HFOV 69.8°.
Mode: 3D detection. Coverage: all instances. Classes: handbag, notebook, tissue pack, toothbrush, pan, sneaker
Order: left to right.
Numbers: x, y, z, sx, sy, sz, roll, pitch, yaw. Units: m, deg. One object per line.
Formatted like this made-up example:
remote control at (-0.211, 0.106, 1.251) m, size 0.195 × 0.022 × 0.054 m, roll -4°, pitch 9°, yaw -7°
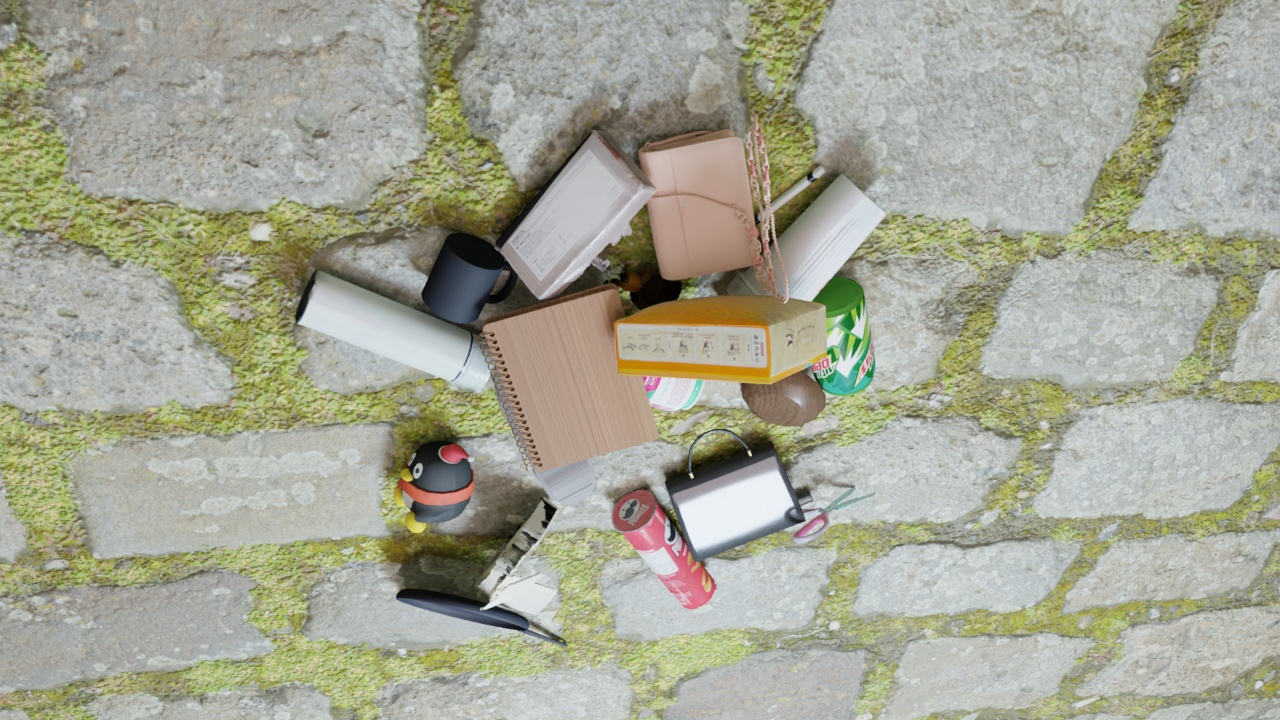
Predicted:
pan at (-0.218, 0.399, 1.408) m, size 0.199 × 0.021 × 0.356 m, roll -3°, pitch 153°, yaw 35°
sneaker at (-0.133, 0.070, 1.185) m, size 0.099 × 0.089 × 0.236 m, roll -23°, pitch 106°, yaw -20°
notebook at (-0.084, 0.027, 1.083) m, size 0.169 × 0.022 × 0.211 m, roll -16°, pitch 119°, yaw 1°
tissue pack at (-0.068, -0.155, 1.023) m, size 0.182 × 0.071 × 0.104 m, roll -45°, pitch 78°, yaw 19°
handbag at (0.069, -0.161, 0.979) m, size 0.116 × 0.187 × 0.199 m, roll -13°, pitch 116°, yaw -3°
handbag at (0.124, 0.175, 1.329) m, size 0.176 × 0.072 × 0.196 m, roll -21°, pitch 124°, yaw 4°
toothbrush at (0.178, 0.244, 1.417) m, size 0.186 × 0.024 × 0.022 m, roll -25°, pitch 88°, yaw 7°
toothbrush at (0.145, -0.171, 1.103) m, size 0.187 × 0.012 × 0.017 m, roll -37°, pitch 138°, yaw 16°

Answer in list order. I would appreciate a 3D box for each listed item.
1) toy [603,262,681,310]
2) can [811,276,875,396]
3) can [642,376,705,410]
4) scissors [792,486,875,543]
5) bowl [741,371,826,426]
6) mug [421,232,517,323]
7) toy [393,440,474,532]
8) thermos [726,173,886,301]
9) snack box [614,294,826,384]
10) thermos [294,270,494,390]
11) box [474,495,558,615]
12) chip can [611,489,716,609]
toy at (0.000, -0.090, 1.103) m, size 0.100 × 0.062 × 0.076 m, roll 7°, pitch 162°, yaw -34°
can at (0.256, -0.030, 1.188) m, size 0.083 × 0.083 × 0.144 m, roll -19°, pitch 128°, yaw 2°
can at (-0.007, 0.007, 1.156) m, size 0.165 × 0.088 × 0.088 m, roll 16°, pitch 121°, yaw -23°
scissors at (0.264, 0.230, 1.390) m, size 0.172 × 0.159 × 0.014 m, roll -30°, pitch 102°, yaw -39°
bowl at (0.189, 0.056, 1.237) m, size 0.118 × 0.030 × 0.118 m, roll 14°, pitch 143°, yaw 11°
mug at (-0.191, -0.093, 1.060) m, size 0.105 × 0.071 × 0.078 m, roll 3°, pitch 129°, yaw -43°
toy at (-0.267, 0.153, 1.210) m, size 0.099 × 0.097 × 0.119 m, roll -4°, pitch 121°, yaw -31°
thermos at (0.193, -0.116, 1.104) m, size 0.099 × 0.099 × 0.221 m, roll 31°, pitch 111°, yaw -30°
snack box at (0.090, -0.031, 1.027) m, size 0.196 × 0.144 × 0.081 m, roll 3°, pitch 102°, yaw 35°
thermos at (-0.283, -0.032, 1.082) m, size 0.230 × 0.067 × 0.068 m, roll 22°, pitch 119°, yaw -26°
box at (-0.160, 0.306, 1.267) m, size 0.101 × 0.193 × 0.144 m, roll 37°, pitch 119°, yaw -3°
chip can at (0.040, 0.293, 1.393) m, size 0.073 × 0.073 × 0.233 m, roll -27°, pitch 128°, yaw 8°
